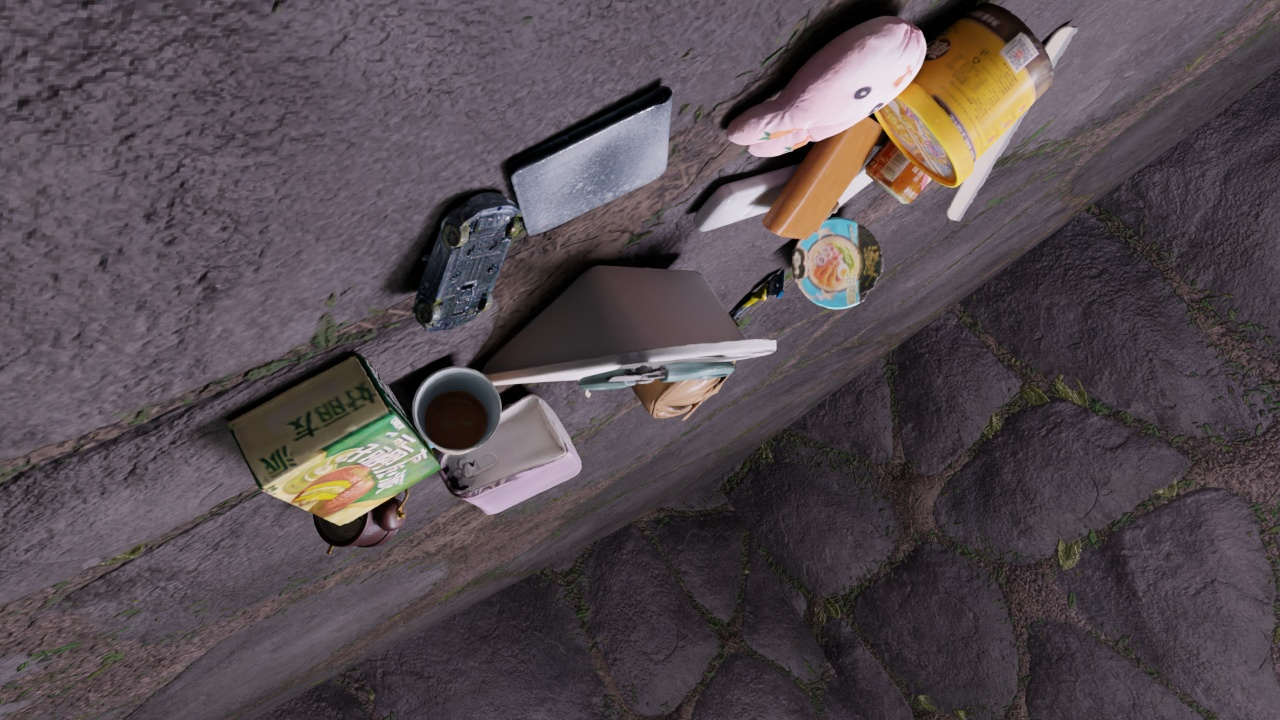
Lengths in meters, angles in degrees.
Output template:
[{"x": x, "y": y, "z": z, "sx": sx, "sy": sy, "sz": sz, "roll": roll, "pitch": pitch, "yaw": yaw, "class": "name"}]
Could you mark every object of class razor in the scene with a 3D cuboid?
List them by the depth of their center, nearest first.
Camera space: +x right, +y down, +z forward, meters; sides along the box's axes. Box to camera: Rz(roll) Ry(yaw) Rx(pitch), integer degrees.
[{"x": 0.148, "y": -0.076, "z": 1.258, "sx": 0.143, "sy": 0.022, "sz": 0.042, "roll": -42, "pitch": -152, "yaw": 48, "class": "razor"}]

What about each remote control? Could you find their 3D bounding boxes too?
[{"x": 0.106, "y": -0.155, "z": 0.865, "sx": 0.135, "sy": 0.020, "sz": 0.056, "roll": -24, "pitch": 166, "yaw": -41, "class": "remote control"}, {"x": 0.219, "y": -0.188, "z": 1.006, "sx": 0.135, "sy": 0.019, "sz": 0.056, "roll": -39, "pitch": 165, "yaw": 27, "class": "remote control"}]

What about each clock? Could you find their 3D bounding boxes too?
[{"x": -0.287, "y": 0.150, "z": 0.960, "sx": 0.122, "sy": 0.082, "sz": 0.055, "roll": -30, "pitch": 162, "yaw": 20, "class": "clock"}]

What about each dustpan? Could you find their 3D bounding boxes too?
[{"x": -0.005, "y": 0.005, "z": 0.894, "sx": 0.222, "sy": 0.142, "sz": 0.259, "roll": -3, "pitch": 147, "yaw": -48, "class": "dustpan"}]

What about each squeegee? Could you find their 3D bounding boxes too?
[{"x": 0.318, "y": -0.247, "z": 0.976, "sx": 0.246, "sy": 0.039, "sz": 0.247, "roll": -14, "pitch": 141, "yaw": -36, "class": "squeegee"}]

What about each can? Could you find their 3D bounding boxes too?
[{"x": 0.282, "y": -0.222, "z": 0.875, "sx": 0.147, "sy": 0.058, "sz": 0.057, "roll": -51, "pitch": 161, "yaw": 18, "class": "can"}]

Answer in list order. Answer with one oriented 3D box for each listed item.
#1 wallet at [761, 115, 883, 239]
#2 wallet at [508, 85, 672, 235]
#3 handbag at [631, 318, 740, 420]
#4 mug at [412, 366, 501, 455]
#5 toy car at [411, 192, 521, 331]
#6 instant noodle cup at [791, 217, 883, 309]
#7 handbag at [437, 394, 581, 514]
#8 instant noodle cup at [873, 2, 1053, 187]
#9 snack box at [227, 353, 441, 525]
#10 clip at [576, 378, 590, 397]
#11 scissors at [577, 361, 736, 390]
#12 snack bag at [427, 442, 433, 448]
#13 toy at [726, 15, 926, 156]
[{"x": 0.175, "y": -0.175, "z": 0.864, "sx": 0.132, "sy": 0.031, "sz": 0.107, "roll": -56, "pitch": 159, "yaw": 21, "class": "wallet"}, {"x": -0.033, "y": -0.135, "z": 0.634, "sx": 0.120, "sy": 0.019, "sz": 0.097, "roll": -28, "pitch": 165, "yaw": -8, "class": "wallet"}, {"x": 0.064, "y": 0.014, "z": 1.219, "sx": 0.147, "sy": 0.100, "sz": 0.205, "roll": -34, "pitch": 171, "yaw": -7, "class": "handbag"}, {"x": -0.175, "y": 0.056, "z": 0.875, "sx": 0.078, "sy": 0.078, "sz": 0.123, "roll": -28, "pitch": 175, "yaw": -16, "class": "mug"}, {"x": -0.123, "y": -0.068, "z": 0.636, "sx": 0.054, "sy": 0.037, "sz": 0.121, "roll": -19, "pitch": 152, "yaw": -43, "class": "toy car"}, {"x": 0.244, "y": -0.117, "z": 1.169, "sx": 0.111, "sy": 0.111, "sz": 0.120, "roll": -33, "pitch": 176, "yaw": 5, "class": "instant noodle cup"}, {"x": -0.155, "y": 0.117, "z": 1.102, "sx": 0.145, "sy": 0.098, "sz": 0.197, "roll": -32, "pitch": 168, "yaw": -6, "class": "handbag"}, {"x": 0.275, "y": -0.230, "z": 0.785, "sx": 0.114, "sy": 0.118, "sz": 0.118, "roll": -41, "pitch": 166, "yaw": 8, "class": "instant noodle cup"}, {"x": -0.255, "y": 0.077, "z": 0.801, "sx": 0.114, "sy": 0.063, "sz": 0.240, "roll": -30, "pitch": 167, "yaw": -12, "class": "snack box"}, {"x": -0.042, "y": -0.001, "z": 1.077, "sx": 0.089, "sy": 0.035, "sz": 0.104, "roll": -19, "pitch": 154, "yaw": -32, "class": "clip"}, {"x": -0.004, "y": 0.015, "z": 0.814, "sx": 0.177, "sy": 0.019, "sz": 0.174, "roll": -7, "pitch": 178, "yaw": 33, "class": "scissors"}, {"x": -0.217, "y": 0.075, "z": 0.966, "sx": 0.105, "sy": 0.026, "sz": 0.045, "roll": -33, "pitch": 164, "yaw": -7, "class": "snack bag"}, {"x": 0.146, "y": -0.206, "z": 0.712, "sx": 0.160, "sy": 0.054, "sz": 0.121, "roll": -29, "pitch": 169, "yaw": 25, "class": "toy"}]
